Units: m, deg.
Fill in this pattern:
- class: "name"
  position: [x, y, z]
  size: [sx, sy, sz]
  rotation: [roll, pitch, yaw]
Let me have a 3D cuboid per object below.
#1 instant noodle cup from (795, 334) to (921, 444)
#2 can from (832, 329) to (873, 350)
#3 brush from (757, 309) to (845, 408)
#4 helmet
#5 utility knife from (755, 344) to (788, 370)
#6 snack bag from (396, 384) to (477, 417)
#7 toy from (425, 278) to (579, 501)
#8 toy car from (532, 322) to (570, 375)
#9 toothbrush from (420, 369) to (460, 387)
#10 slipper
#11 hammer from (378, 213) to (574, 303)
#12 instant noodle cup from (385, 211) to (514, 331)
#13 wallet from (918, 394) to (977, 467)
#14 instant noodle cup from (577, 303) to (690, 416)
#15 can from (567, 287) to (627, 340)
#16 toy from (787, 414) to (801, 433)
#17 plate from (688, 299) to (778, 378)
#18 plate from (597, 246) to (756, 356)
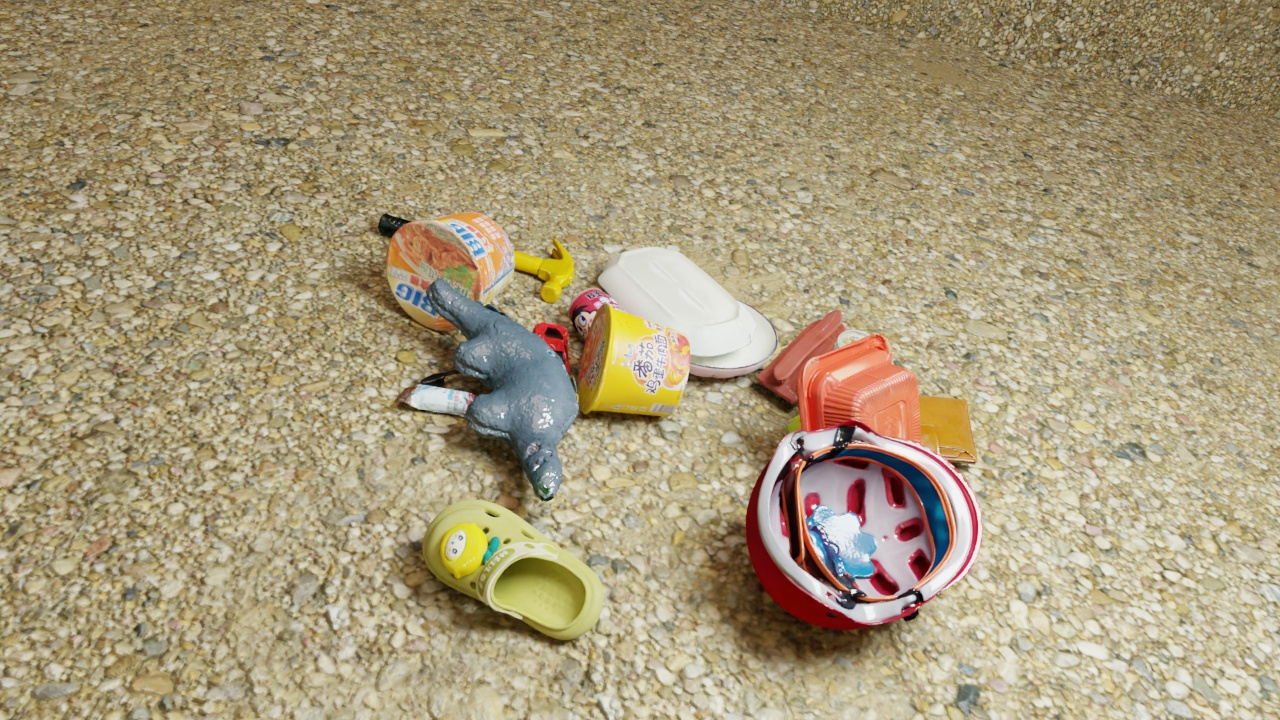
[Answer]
- class: "instant noodle cup"
  position: [0.261, 0.073, 1.069]
  size: [0.164, 0.189, 0.079]
  rotation: [-21, 20, -35]
- class: "can"
  position: [0.261, 0.023, 1.172]
  size: [0.053, 0.133, 0.053]
  rotation: [2, 48, -3]
- class: "brush"
  position: [0.224, -0.008, 1.226]
  size: [0.063, 0.069, 0.145]
  rotation: [35, 65, 25]
- class: "helmet"
  position: [0.215, 0.180, 0.952]
  size: [0.239, 0.144, 0.206]
  rotation: [-2, 60, -20]
- class: "utility knife"
  position: [0.204, -0.007, 1.303]
  size: [0.189, 0.020, 0.031]
  rotation: [-22, 43, -30]
- class: "snack bag"
  position: [-0.235, 0.047, 1.097]
  size: [0.104, 0.026, 0.048]
  rotation: [11, 23, -4]
- class: "toy"
  position: [-0.145, 0.029, 1.080]
  size: [0.137, 0.092, 0.356]
  rotation: [7, 38, -40]
- class: "toy car"
  position: [-0.116, -0.009, 1.191]
  size: [0.049, 0.031, 0.106]
  rotation: [9, 44, -15]
- class: "toothbrush"
  position: [-0.195, 0.008, 1.172]
  size: [0.189, 0.016, 0.014]
  rotation: [-16, 40, -36]
- class: "slipper"
  position: [-0.123, 0.197, 0.874]
  size: [0.190, 0.082, 0.091]
  rotation: [27, 78, 10]
- class: "hammer"
  position: [-0.242, -0.165, 1.361]
  size: [0.301, 0.033, 0.128]
  rotation: [16, 37, 4]
- class: "instant noodle cup"
  position: [-0.247, -0.128, 1.227]
  size: [0.151, 0.152, 0.111]
  rotation: [23, 30, 14]
- class: "wallet"
  position: [0.367, 0.093, 1.196]
  size: [0.130, 0.035, 0.118]
  rotation: [6, 45, -1]
- class: "instant noodle cup"
  position: [-0.007, 0.007, 1.132]
  size: [0.109, 0.138, 0.137]
  rotation: [11, 37, -15]
- class: "can"
  position: [-0.049, -0.049, 1.238]
  size: [0.066, 0.067, 0.094]
  rotation: [-16, 46, -32]
- class: "toy"
  position: [0.222, 0.103, 1.151]
  size: [0.096, 0.031, 0.100]
  rotation: [-23, 50, -34]
- class: "plate"
  position: [0.092, -0.030, 1.270]
  size: [0.192, 0.039, 0.192]
  rotation: [5, 35, -4]
- class: "plate"
  position: [0.050, -0.094, 1.285]
  size: [0.161, 0.034, 0.265]
  rotation: [-13, 40, -27]
